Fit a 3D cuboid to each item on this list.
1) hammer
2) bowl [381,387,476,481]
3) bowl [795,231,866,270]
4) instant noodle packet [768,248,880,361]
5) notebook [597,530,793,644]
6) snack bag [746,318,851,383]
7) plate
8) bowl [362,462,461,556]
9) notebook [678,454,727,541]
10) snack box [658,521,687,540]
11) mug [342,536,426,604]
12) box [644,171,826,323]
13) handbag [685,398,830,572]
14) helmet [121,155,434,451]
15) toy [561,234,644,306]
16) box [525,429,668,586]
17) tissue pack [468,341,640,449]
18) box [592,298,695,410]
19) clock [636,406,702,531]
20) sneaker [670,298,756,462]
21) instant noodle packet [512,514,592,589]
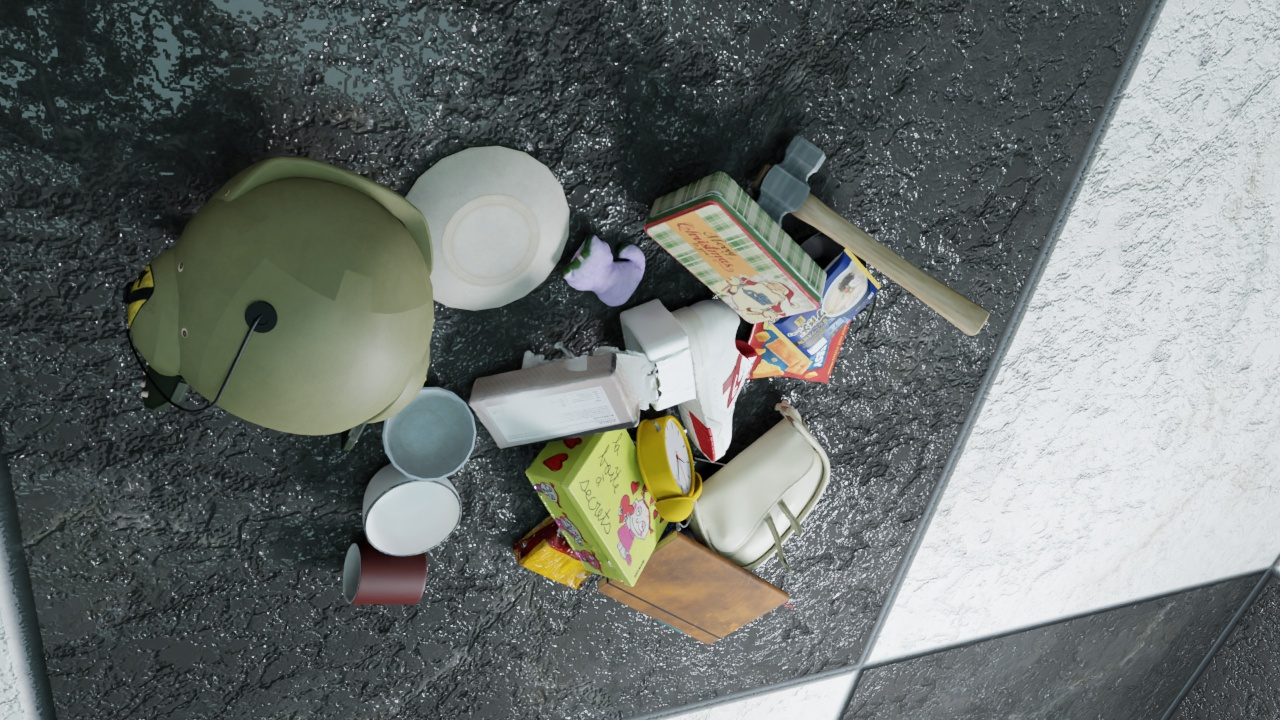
[{"bbox_3d":[0.272,-0.129,1.079,0.323,0.051,0.117,32,94,-8],"label":"hammer"},{"bbox_3d":[-0.245,0.083,1.050,0.106,0.039,0.106,1,88,-27],"label":"bowl"},{"bbox_3d":[0.217,-0.120,1.155,0.124,0.052,0.124,-13,127,-19],"label":"bowl"},{"bbox_3d":[0.231,-0.068,1.145,0.134,0.026,0.087,-46,127,8],"label":"instant noodle packet"},{"bbox_3d":[0.077,0.338,1.319,0.249,0.014,0.179,34,123,-30],"label":"notebook"},{"bbox_3d":[0.207,-0.028,1.222,0.144,0.039,0.131,2,121,-22],"label":"snack bag"},{"bbox_3d":[-0.160,-0.131,0.970,0.188,0.027,0.189,-13,127,-19],"label":"plate"},{"bbox_3d":[-0.276,0.169,1.093,0.116,0.065,0.116,-13,127,-19],"label":"bowl"},{"bbox_3d":[0.081,0.235,1.357,0.148,0.016,0.207,16,114,-35],"label":"notebook"},{"bbox_3d":[0.062,0.311,1.350,0.056,0.057,0.207,-31,132,-7],"label":"snack box"},{"bbox_3d":[-0.313,0.247,1.134,0.082,0.073,0.105,9,88,-32],"label":"mug"},{"bbox_3d":[0.110,-0.120,1.046,0.118,0.050,0.205,-15,136,43],"label":"box"},{"bbox_3d":[0.172,0.192,1.288,0.229,0.132,0.184,-41,126,0],"label":"handbag"},{"bbox_3d":[-0.291,-0.056,0.791,0.250,0.255,0.233,19,115,-37],"label":"helmet"},{"bbox_3d":[-0.039,-0.106,1.046,0.099,0.036,0.080,31,94,-44],"label":"toy"},{"bbox_3d":[-0.049,0.174,1.172,0.124,0.082,0.221,-55,141,-33],"label":"box"},{"bbox_3d":[-0.099,0.039,1.067,0.182,0.071,0.104,-10,130,20],"label":"tissue pack"},{"bbox_3d":[-0.012,0.008,1.095,0.130,0.103,0.110,-21,130,-10],"label":"box"},{"bbox_3d":[0.039,0.142,1.193,0.052,0.113,0.152,-15,100,18],"label":"clock"},{"bbox_3d":[0.105,0.024,1.182,0.104,0.090,0.237,-24,125,-16],"label":"sneaker"},{"bbox_3d":[-0.101,0.258,1.263,0.098,0.039,0.135,-47,132,7],"label":"instant noodle packet"}]
